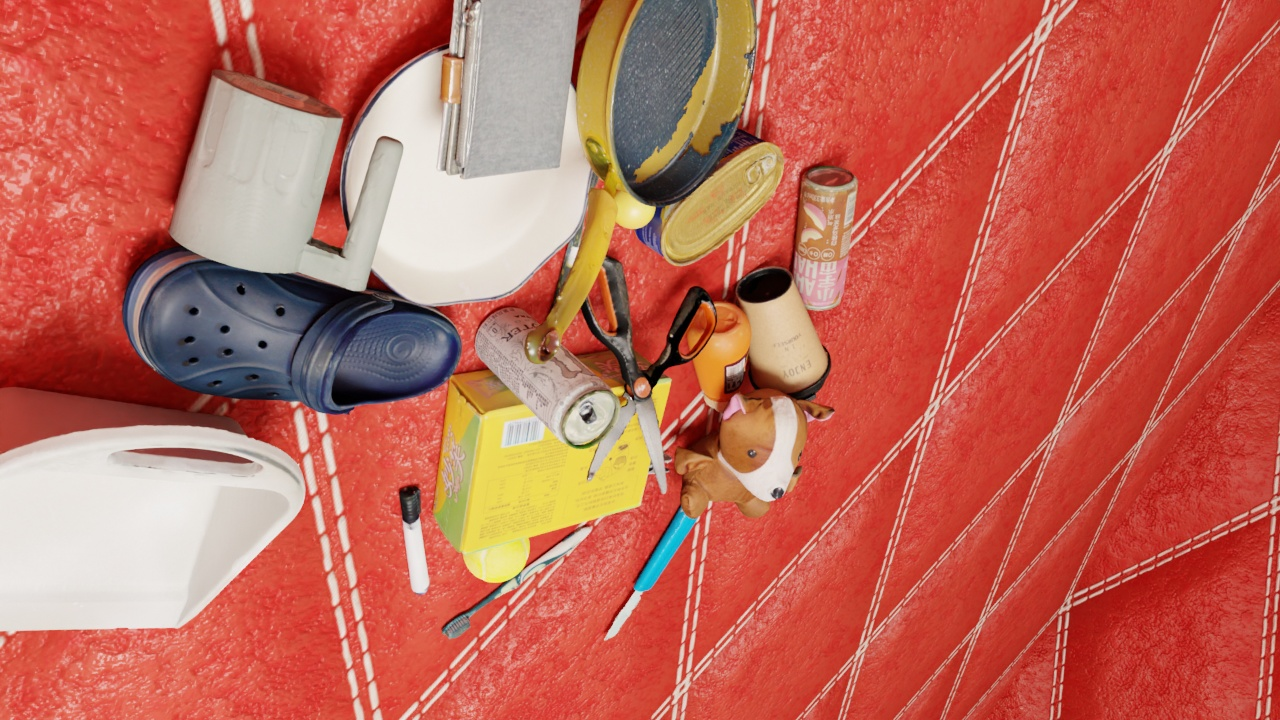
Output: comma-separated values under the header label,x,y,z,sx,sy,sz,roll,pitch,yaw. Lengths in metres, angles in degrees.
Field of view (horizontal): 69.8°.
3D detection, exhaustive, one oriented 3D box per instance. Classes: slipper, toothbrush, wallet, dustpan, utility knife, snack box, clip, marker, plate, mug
label,x,y,z,sx,sy,sz,roll,pitch,yaw
slipper,-0.232,-0.006,0.659,0.252,0.095,0.105,10,110,-49
toothbrush,-0.129,0.238,0.986,0.191,0.018,0.016,-33,136,-18
wallet,-0.091,-0.192,0.619,0.106,0.037,0.130,-19,131,-44
dustpan,-0.353,0.122,0.609,0.222,0.142,0.258,15,107,-46
utility knife,0.016,0.255,1.127,0.034,0.018,0.223,21,103,-50
snack box,-0.084,0.082,0.871,0.209,0.070,0.158,-10,125,-37
toothbrush,-0.062,-0.086,0.805,0.012,0.017,0.186,16,114,-4
clip,0.012,0.115,1.016,0.057,0.025,0.036,0,111,-42
marker,-0.211,0.171,0.864,0.022,0.018,0.131,-29,135,-36
plate,-0.128,-0.140,0.685,0.204,0.045,0.205,-22,131,-28
mug,-0.221,-0.112,0.580,0.124,0.083,0.103,18,107,-13

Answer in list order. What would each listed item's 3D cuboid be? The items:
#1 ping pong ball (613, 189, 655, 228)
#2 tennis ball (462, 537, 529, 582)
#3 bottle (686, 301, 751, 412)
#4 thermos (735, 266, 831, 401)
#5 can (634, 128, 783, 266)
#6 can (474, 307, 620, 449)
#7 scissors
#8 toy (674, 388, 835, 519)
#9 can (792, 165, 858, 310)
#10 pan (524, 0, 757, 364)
label,x,y,z,sx,sy,sz,roll,pitch,yaw
ping pong ball,-0.007,-0.135,0.800,0.040,0.040,0.040,-23,132,-28
tennis ball,-0.141,0.184,0.899,0.065,0.065,0.066,-23,132,-28
bottle,0.085,0.005,0.974,0.066,0.067,0.150,-33,144,-19
thermos,0.150,-0.027,0.989,0.093,0.093,0.143,-36,131,-15
can,0.063,-0.151,0.843,0.148,0.049,0.075,-41,139,-10
can,-0.080,0.012,0.763,0.058,0.147,0.058,-23,132,-28
scissors,0.005,0.003,0.842,0.231,0.022,0.221,-38,107,-34
toy,0.116,0.103,0.989,0.140,0.130,0.200,3,139,-27
can,0.193,-0.128,0.969,0.057,0.058,0.147,-24,133,-27
pan,-0.004,-0.152,0.692,0.356,0.078,0.198,-55,150,-17
